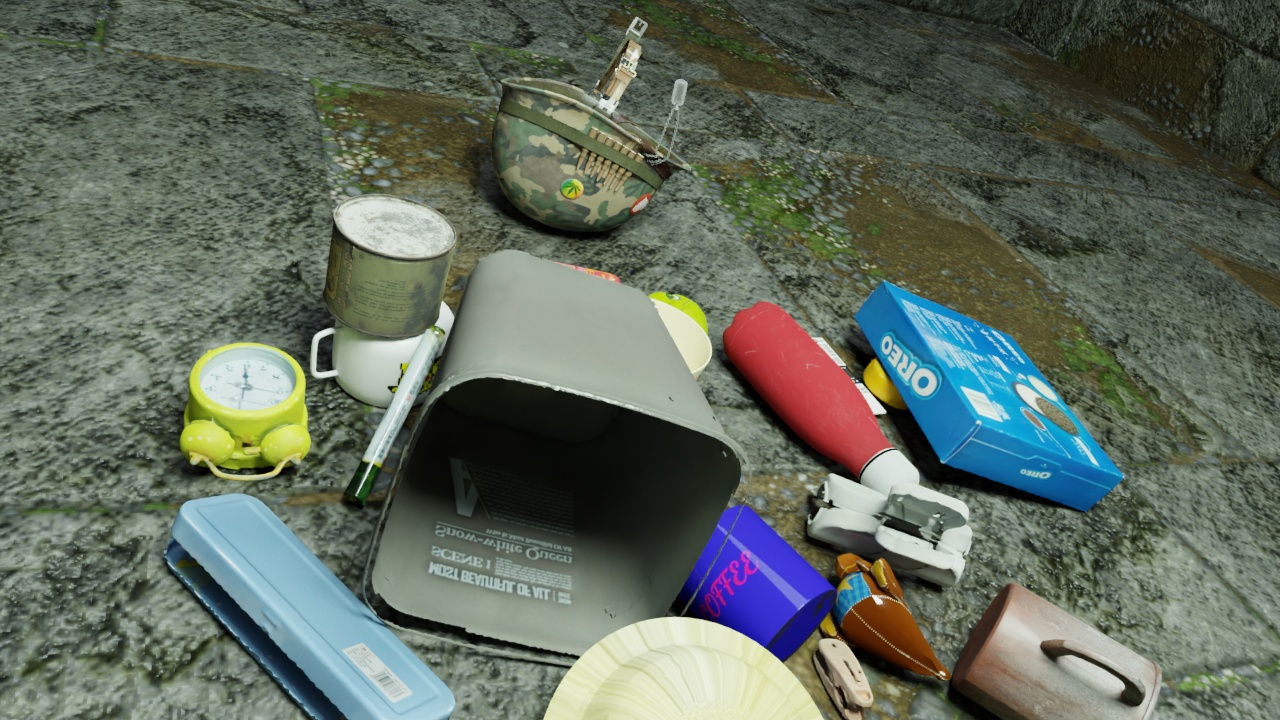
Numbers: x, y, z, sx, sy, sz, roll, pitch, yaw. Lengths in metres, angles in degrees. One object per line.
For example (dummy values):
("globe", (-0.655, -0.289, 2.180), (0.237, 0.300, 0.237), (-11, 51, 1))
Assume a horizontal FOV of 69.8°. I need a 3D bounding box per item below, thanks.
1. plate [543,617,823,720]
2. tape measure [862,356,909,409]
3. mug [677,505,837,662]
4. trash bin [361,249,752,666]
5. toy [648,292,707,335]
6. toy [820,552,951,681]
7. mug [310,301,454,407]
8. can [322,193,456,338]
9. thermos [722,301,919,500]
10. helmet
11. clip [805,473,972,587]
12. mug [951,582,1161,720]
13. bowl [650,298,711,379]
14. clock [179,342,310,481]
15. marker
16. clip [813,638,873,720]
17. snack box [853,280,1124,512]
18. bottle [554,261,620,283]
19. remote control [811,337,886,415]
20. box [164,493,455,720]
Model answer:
("plate", (0.037, 0.224, 0.500), (0.184, 0.036, 0.184), (11, 53, -14))
("tape measure", (0.259, 0.025, 0.945), (0.058, 0.030, 0.068), (-2, 44, -42))
("mug", (0.084, 0.159, 0.641), (0.083, 0.079, 0.111), (42, 12, 31))
("trash bin", (-0.062, 0.048, 0.620), (0.197, 0.198, 0.219), (17, 27, -17))
("toy", (0.034, -0.033, 0.918), (0.094, 0.036, 0.093), (35, 43, 19))
("toy", (0.185, 0.187, 0.673), (0.103, 0.071, 0.090), (38, 19, 3))
("mug", (-0.208, -0.013, 0.738), (0.115, 0.068, 0.094), (-12, 45, -38))
("can", (-0.192, -0.072, 0.699), (0.090, 0.075, 0.089), (14, 34, -10))
("thermos", (0.166, 0.040, 0.844), (0.073, 0.073, 0.240), (-7, 42, -33))
("helmet", (-0.048, -0.257, 1.015), (0.224, 0.237, 0.192), (10, 20, -8))
("clip", (0.198, 0.138, 0.715), (0.125, 0.089, 0.150), (19, -2, 2))
("mug", (0.283, 0.210, 0.620), (0.110, 0.123, 0.096), (25, 63, 16))
("bowl", (-0.005, 0.005, 0.808), (0.118, 0.074, 0.117), (13, 34, -9))
("clock", (-0.275, 0.041, 0.642), (0.083, 0.057, 0.119), (2, 44, -24))
("marker", (-0.177, 0.037, 0.670), (0.017, 0.017, 0.146), (20, 62, 1))
("clip", (0.138, 0.214, 0.622), (0.026, 0.049, 0.061), (7, 63, -16))
("snack box", (0.344, 0.030, 0.928), (0.195, 0.056, 0.238), (19, 31, -23))
("bottle", (-0.092, -0.066, 0.879), (0.137, 0.062, 0.061), (10, 35, -11))
("remote control", (0.208, 0.017, 0.952), (0.028, 0.012, 0.124), (-2, 39, -28))
("box", (-0.200, 0.159, 0.545), (0.210, 0.052, 0.067), (36, 15, 21))
